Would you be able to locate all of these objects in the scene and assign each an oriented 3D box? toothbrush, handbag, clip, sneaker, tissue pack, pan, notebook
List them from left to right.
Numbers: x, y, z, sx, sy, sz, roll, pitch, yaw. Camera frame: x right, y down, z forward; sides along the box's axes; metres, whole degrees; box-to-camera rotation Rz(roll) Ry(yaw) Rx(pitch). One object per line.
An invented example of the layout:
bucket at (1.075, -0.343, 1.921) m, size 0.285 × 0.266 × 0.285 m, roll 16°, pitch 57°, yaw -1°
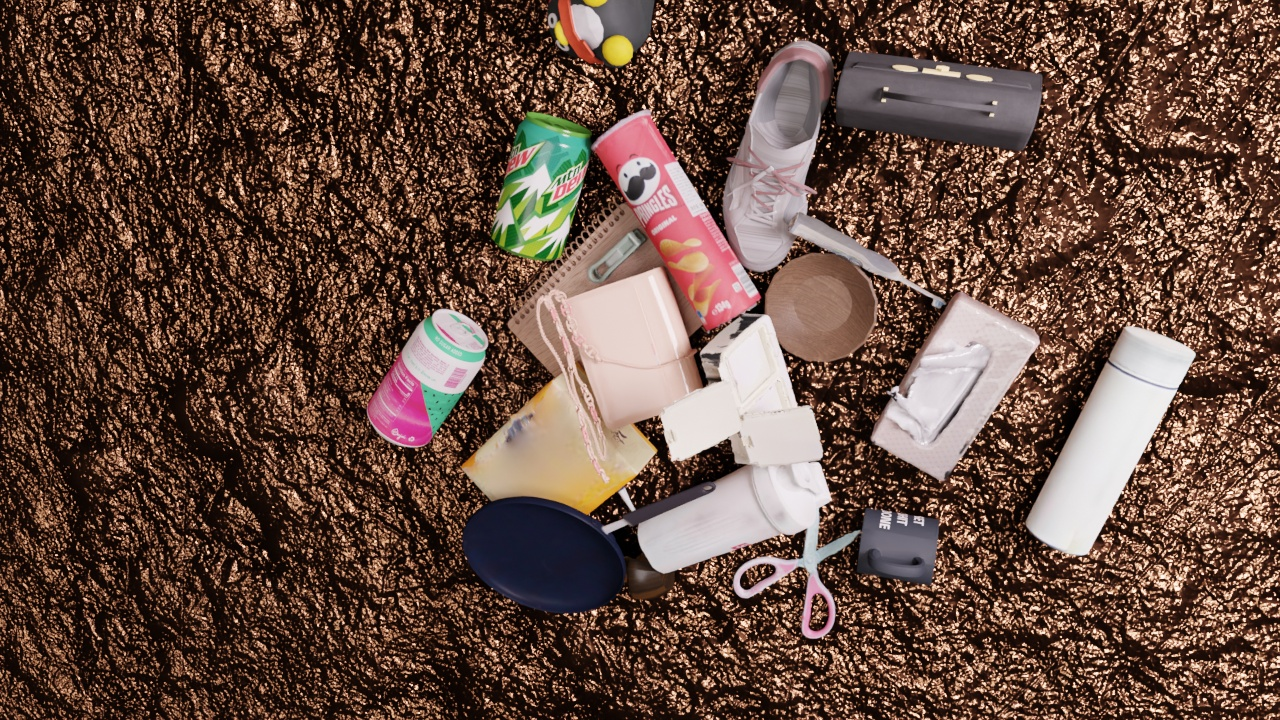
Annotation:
pan at (-0.055, 0.199, 1.048) m, size 0.357 × 0.021 × 0.199 m, roll -28°, pitch 116°, yaw 32°
notebook at (-0.037, -0.057, 1.052) m, size 0.169 × 0.022 × 0.211 m, roll 47°, pitch 114°, yaw -1°
toothbrush at (-0.032, 0.138, 1.114) m, size 0.017 × 0.012 × 0.187 m, roll -33°, pitch 94°, yaw 10°
clip at (-0.027, -0.113, 1.003) m, size 0.076 × 0.047 × 0.023 m, roll -40°, pitch 91°, yaw 28°
handbag at (-0.007, 0.005, 0.946) m, size 0.117 × 0.187 × 0.199 m, roll -17°, pitch 96°, yaw 10°
sneaker at (0.133, -0.198, 0.917) m, size 0.099 × 0.089 × 0.236 m, roll 15°, pitch 110°, yaw 13°
toothbrush at (0.233, -0.099, 0.928) m, size 0.185 × 0.022 × 0.024 m, roll 26°, pitch 88°, yaw -12°
handbag at (0.260, -0.228, 0.808) m, size 0.176 × 0.195 × 0.072 m, roll 12°, pitch 109°, yaw 14°
tissue pack at (0.313, 0.029, 0.941) m, size 0.104 × 0.071 × 0.182 m, roll 30°, pitch 116°, yaw 7°

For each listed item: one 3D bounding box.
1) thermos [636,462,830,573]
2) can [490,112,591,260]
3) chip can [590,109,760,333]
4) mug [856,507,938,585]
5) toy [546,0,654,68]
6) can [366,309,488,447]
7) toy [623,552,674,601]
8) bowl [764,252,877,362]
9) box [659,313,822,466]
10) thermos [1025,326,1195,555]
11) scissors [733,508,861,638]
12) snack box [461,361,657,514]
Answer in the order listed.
thermos at (0.105, 0.171, 1.042) m, size 0.221 × 0.099 × 0.099 m, roll -28°, pitch 95°, yaw 29°
can at (-0.107, -0.189, 1.002) m, size 0.083 × 0.082 × 0.144 m, roll 23°, pitch 111°, yaw 11°
chip can at (0.040, -0.144, 0.965) m, size 0.073 × 0.073 × 0.233 m, roll -31°, pitch 91°, yaw 23°
mug at (0.274, 0.205, 0.981) m, size 0.077 × 0.105 × 0.071 m, roll 8°, pitch 102°, yaw 16°
toy at (-0.048, -0.349, 0.931) m, size 0.119 × 0.099 × 0.097 m, roll 4°, pitch 129°, yaw 40°
can at (-0.258, 0.023, 1.111) m, size 0.088 × 0.088 × 0.166 m, roll 40°, pitch 114°, yaw 4°
toy at (-0.008, 0.262, 1.121) m, size 0.100 × 0.062 × 0.076 m, roll -4°, pitch 142°, yaw 27°
bowl at (0.192, -0.058, 0.971) m, size 0.118 × 0.030 × 0.118 m, roll 5°, pitch 107°, yaw 17°
box at (0.115, 0.056, 0.920) m, size 0.101 × 0.193 × 0.143 m, roll 3°, pitch 124°, yaw 44°
thermos at (0.460, 0.081, 0.906) m, size 0.068 × 0.067 × 0.230 m, roll 22°, pitch 110°, yaw 11°
scissors at (0.178, 0.243, 1.075) m, size 0.159 × 0.014 × 0.173 m, roll 7°, pitch 108°, yaw 16°
snack box at (-0.103, 0.119, 1.080) m, size 0.145 × 0.080 × 0.196 m, roll 48°, pitch 122°, yaw 0°
